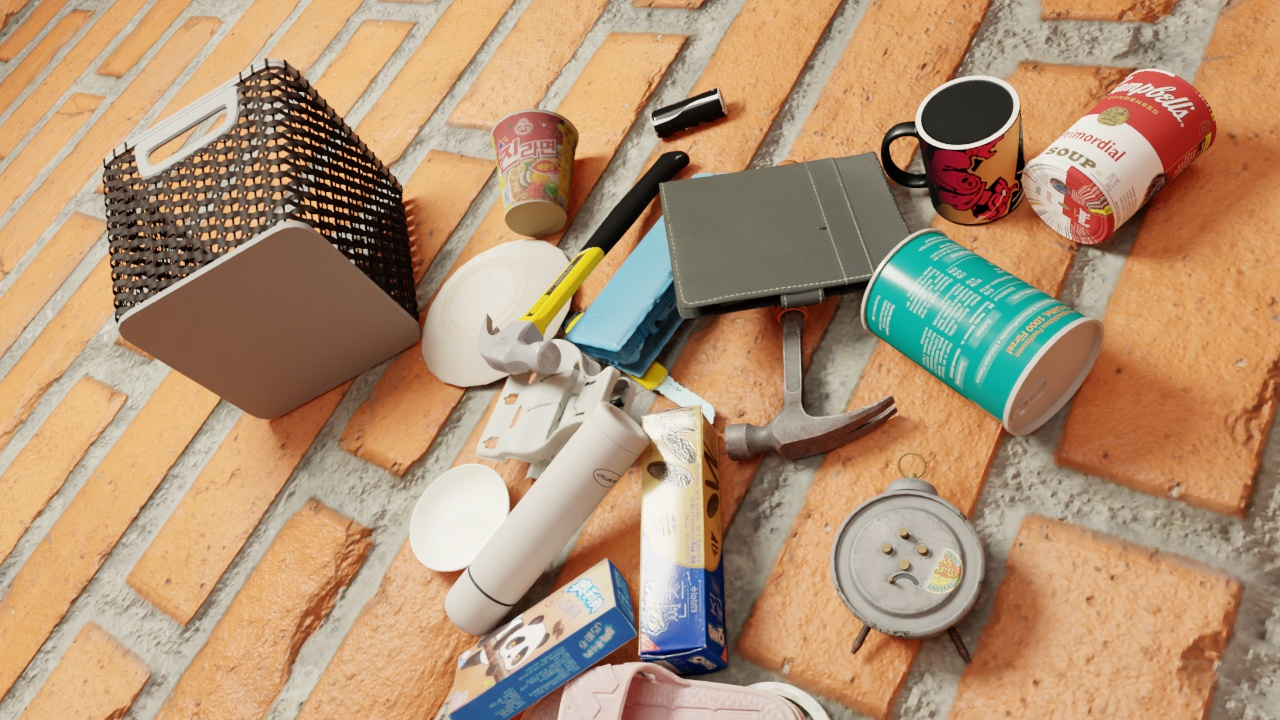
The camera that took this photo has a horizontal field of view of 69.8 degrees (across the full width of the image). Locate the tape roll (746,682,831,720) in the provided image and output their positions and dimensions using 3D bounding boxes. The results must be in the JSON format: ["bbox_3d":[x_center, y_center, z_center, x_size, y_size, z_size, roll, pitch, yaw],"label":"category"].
[{"bbox_3d":[0.091,0.273,0.639,0.094,0.018,0.093,-13,54,18],"label":"tape roll"}]

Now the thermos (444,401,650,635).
[{"bbox_3d":[-0.081,0.135,0.760,0.224,0.052,0.052,-51,50,9],"label":"thermos"}]

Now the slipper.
[{"bbox_3d":[0.000,0.262,0.647,0.240,0.064,0.094,-10,54,31],"label":"slipper"}]

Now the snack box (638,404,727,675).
[{"bbox_3d":[0.034,0.139,0.731,0.057,0.056,0.206,-12,55,18],"label":"snack box"}]

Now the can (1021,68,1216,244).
[{"bbox_3d":[0.383,-0.163,0.739,0.116,0.086,0.086,-41,51,-4],"label":"can"}]

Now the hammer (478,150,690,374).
[{"bbox_3d":[-0.048,-0.106,0.913,0.127,0.029,0.322,2,46,44],"label":"hammer"}]

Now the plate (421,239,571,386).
[{"bbox_3d":[-0.159,-0.060,0.971,0.189,0.027,0.188,-15,52,20],"label":"plate"}]

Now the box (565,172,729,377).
[{"bbox_3d":[0.029,-0.087,0.892,0.093,0.054,0.231,11,59,51],"label":"box"}]

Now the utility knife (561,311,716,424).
[{"bbox_3d":[-0.005,0.005,0.864,0.030,0.019,0.217,-52,47,-5],"label":"utility knife"}]

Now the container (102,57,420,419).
[{"bbox_3d":[-0.404,-0.120,1.003,0.247,0.245,0.243,-27,54,8],"label":"container"}]

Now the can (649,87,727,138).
[{"bbox_3d":[0.053,-0.272,1.010,0.081,0.031,0.031,-16,53,16],"label":"can"}]

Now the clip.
[{"bbox_3d":[-0.063,0.048,0.841,0.152,0.099,0.126,3,62,30],"label":"clip"}]

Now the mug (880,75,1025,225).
[{"bbox_3d":[0.270,-0.180,0.798,0.118,0.098,0.081,2,60,28],"label":"mug"}]

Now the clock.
[{"bbox_3d":[0.192,0.135,0.656,0.104,0.056,0.147,-3,60,24],"label":"clock"}]

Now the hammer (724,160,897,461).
[{"bbox_3d":[0.148,-0.060,0.822,0.138,0.035,0.313,-9,55,20],"label":"hammer"}]

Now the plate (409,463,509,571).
[{"bbox_3d":[-0.161,0.147,0.842,0.104,0.026,0.104,-13,55,19],"label":"plate"}]

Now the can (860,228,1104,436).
[{"bbox_3d":[0.257,-0.024,0.701,0.099,0.099,0.144,-43,51,-5],"label":"can"}]

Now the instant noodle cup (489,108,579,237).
[{"bbox_3d":[-0.116,-0.202,1.013,0.100,0.100,0.112,-13,61,18],"label":"instant noodle cup"}]

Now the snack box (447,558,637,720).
[{"bbox_3d":[-0.076,0.223,0.717,0.151,0.034,0.087,-34,13,2],"label":"snack box"}]

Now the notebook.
[{"bbox_3d":[0.128,-0.115,0.820,0.209,0.029,0.169,-10,53,4],"label":"notebook"}]
